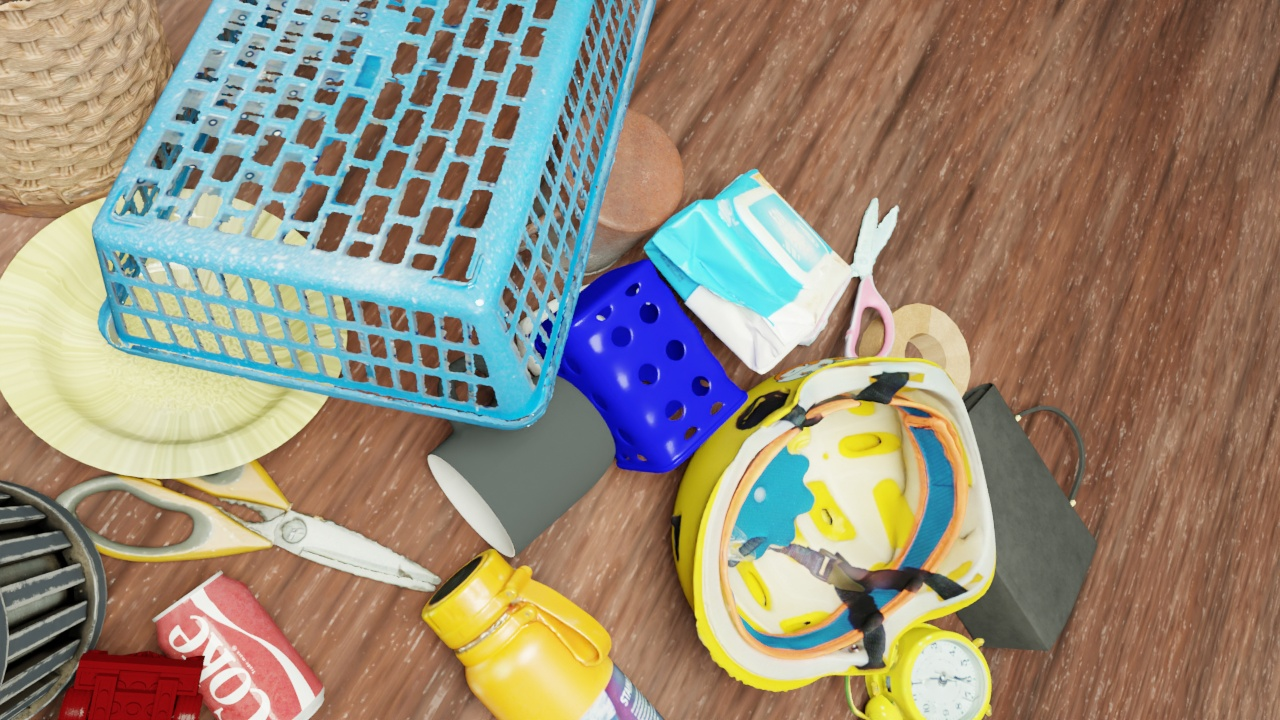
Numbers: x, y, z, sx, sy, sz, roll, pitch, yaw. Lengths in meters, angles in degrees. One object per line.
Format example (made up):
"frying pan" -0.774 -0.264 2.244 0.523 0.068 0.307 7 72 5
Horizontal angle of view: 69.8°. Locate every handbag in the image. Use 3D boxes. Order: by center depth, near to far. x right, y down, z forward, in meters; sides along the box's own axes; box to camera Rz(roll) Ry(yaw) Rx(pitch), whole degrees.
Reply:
"handbag" 0.314 0.105 0.767 0.195 0.072 0.176 -37 95 -29

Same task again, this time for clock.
"clock" 0.207 0.243 0.696 0.118 0.057 0.083 0 79 -15

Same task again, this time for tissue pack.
"tissue pack" 0.084 -0.071 0.653 0.117 0.066 0.208 47 26 1

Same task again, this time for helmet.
"helmet" 0.112 0.102 0.638 0.239 0.140 0.209 -26 108 -16

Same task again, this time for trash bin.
"trash bin" -0.331 0.119 0.389 0.164 0.228 0.164 2 83 -17
"trash bin" -0.325 -0.177 0.469 0.151 0.211 0.151 5 78 -22

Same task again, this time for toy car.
"toy car" -0.272 0.230 0.480 0.070 0.062 0.170 12 93 -21

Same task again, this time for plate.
"plate" -0.272 -0.014 0.544 0.184 0.036 0.184 9 63 -19

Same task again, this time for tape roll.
"tape roll" 0.230 0.001 0.769 0.094 0.027 0.094 5 78 -22

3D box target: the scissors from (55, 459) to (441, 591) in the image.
"scissors" -0.224 0.089 0.565 0.229 0.016 0.113 20 73 -18

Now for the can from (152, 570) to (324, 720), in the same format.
"can" -0.230 0.172 0.525 0.054 0.054 0.096 -38 95 -25

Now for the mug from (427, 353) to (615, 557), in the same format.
"mug" -0.084 0.050 0.593 0.094 0.085 0.121 -40 101 -25

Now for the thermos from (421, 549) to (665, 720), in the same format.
"thermos" -0.034 0.219 0.583 0.091 0.076 0.232 -40 97 1

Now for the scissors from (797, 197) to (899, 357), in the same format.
"scissors" 0.169 -0.077 0.761 0.101 0.016 0.178 16 64 3

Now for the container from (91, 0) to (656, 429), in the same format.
"container" -0.141 -0.159 0.536 0.257 0.089 0.361 11 65 3

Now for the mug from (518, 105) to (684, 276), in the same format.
"mug" -0.042 -0.108 0.634 0.122 0.110 0.096 -37 90 -25

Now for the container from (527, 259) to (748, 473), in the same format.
"container" -0.004 0.004 0.609 0.084 0.085 0.113 -41 105 -22

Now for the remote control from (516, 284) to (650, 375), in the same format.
"remote control" -0.034 -0.024 0.662 0.114 0.028 0.060 -24 91 -25
